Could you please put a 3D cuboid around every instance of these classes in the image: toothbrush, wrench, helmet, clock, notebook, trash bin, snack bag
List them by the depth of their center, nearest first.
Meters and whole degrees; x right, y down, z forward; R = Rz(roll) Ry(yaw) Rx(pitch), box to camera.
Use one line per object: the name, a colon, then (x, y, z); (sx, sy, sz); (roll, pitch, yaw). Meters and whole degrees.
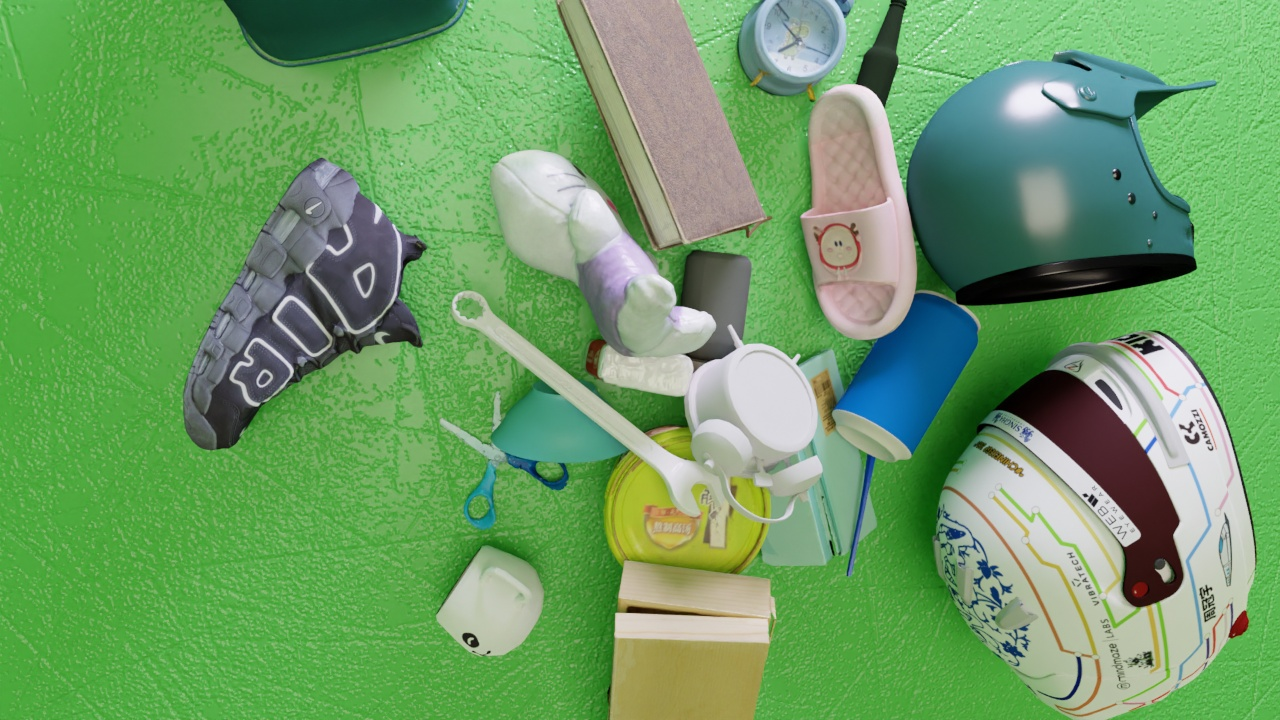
trash bin: (-0.236, -0.338, 0.654); (0.196, 0.218, 0.199); (-16, 101, -6)
wrench: (-0.043, 0.034, 0.743); (0.273, 0.009, 0.047); (38, 56, 0)
clock: (0.091, 0.058, 0.750); (0.119, 0.061, 0.159); (21, 55, -27)
notebook: (0.034, -0.200, 0.761); (0.035, 0.189, 0.215); (-22, 91, 37)
helmet: (0.362, -0.162, 0.788); (0.274, 0.177, 0.200); (-5, 82, -16)
snack bag: (-0.005, 0.005, 0.788); (0.077, 0.116, 0.036); (11, 91, -11)
clock: (0.136, -0.293, 0.799); (0.088, 0.051, 0.124); (12, 96, -8)
helmet: (0.379, 0.152, 0.804); (0.236, 0.231, 0.314); (-22, 105, -2)
toothbrush: (0.213, 0.110, 0.864); (0.011, 0.016, 0.186); (16, 80, -2)

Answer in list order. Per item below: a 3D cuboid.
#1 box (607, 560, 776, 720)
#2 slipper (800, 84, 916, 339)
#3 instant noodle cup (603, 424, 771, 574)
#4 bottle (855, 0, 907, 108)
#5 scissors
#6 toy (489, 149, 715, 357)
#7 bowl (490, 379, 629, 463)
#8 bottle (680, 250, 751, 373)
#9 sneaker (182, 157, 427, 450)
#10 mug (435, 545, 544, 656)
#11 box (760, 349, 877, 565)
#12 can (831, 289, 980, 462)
box: (0.034, 0.298, 0.791); (0.128, 0.091, 0.250); (9, 124, 5)
slipper: (0.182, -0.128, 0.803); (0.055, 0.107, 0.221); (-9, 94, -36)
instant noodle cup: (0.036, 0.124, 0.819); (0.146, 0.098, 0.146); (-1, 98, -8)
bottle: (0.214, -0.263, 0.824); (0.033, 0.033, 0.123); (15, 95, -10)
scissors: (-0.122, 0.091, 0.836); (0.127, 0.014, 0.127); (-1, 94, -5)
toy: (-0.037, -0.082, 0.728); (0.085, 0.137, 0.209); (-47, 62, 8)
bowl: (-0.065, 0.044, 0.778); (0.121, 0.121, 0.046); (1, 104, -9)
bottle: (0.064, -0.042, 0.819); (0.060, 0.060, 0.108); (5, 97, -9)
sneaker: (-0.261, -0.024, 0.760); (0.150, 0.097, 0.252); (27, 88, -13)
mug: (-0.123, 0.208, 0.798); (0.076, 0.124, 0.090); (34, 56, -4)
box: (0.150, 0.092, 0.867); (0.112, 0.078, 0.187); (-25, 104, -34)
can: (0.241, 0.015, 0.832); (0.079, 0.079, 0.146); (36, 80, -11)
